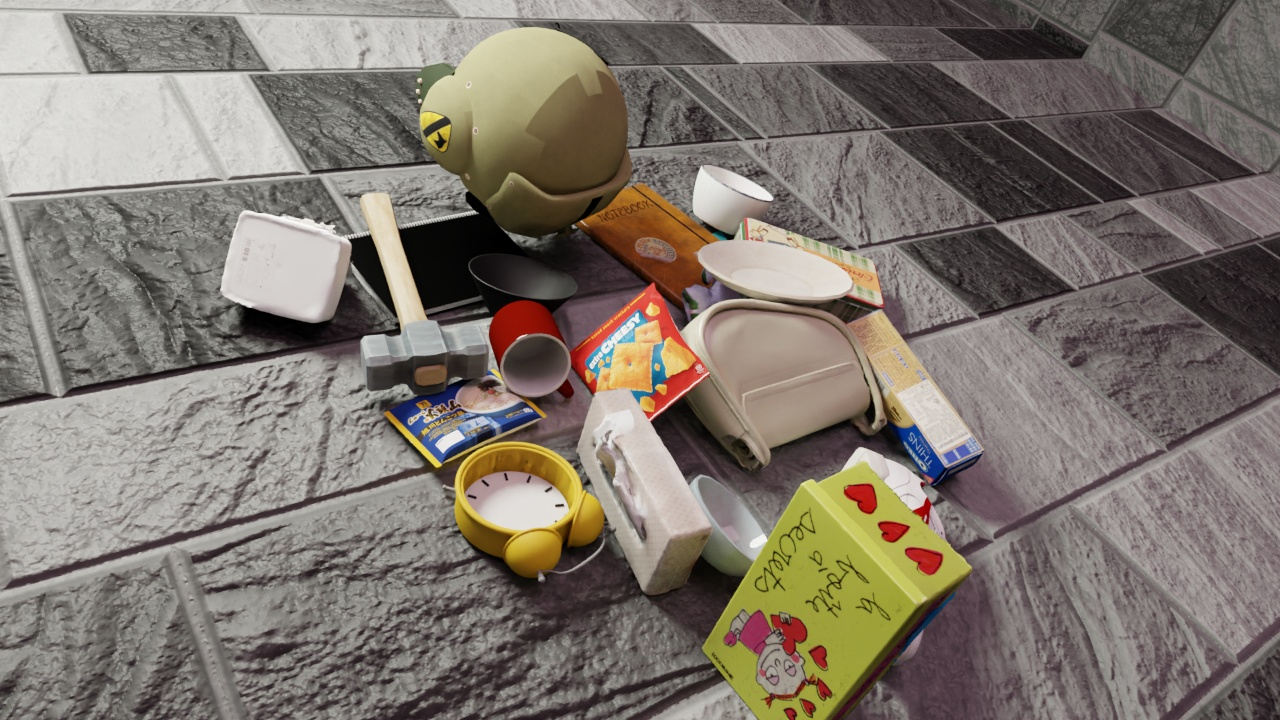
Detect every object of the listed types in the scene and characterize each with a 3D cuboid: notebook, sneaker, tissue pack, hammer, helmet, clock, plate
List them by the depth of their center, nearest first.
[{"bbox_3d":[-0.101,0.134,0.825,0.152,0.052,0.113,36,41,26],"label":"clock"},{"bbox_3d":[-0.009,0.114,0.844,0.071,0.104,0.181,-6,46,-25],"label":"tissue pack"},{"bbox_3d":[0.257,0.191,0.887,0.104,0.091,0.236,19,35,-10],"label":"sneaker"},{"bbox_3d":[-0.259,-0.087,0.989,0.117,0.051,0.322,-7,43,-22],"label":"hammer"},{"bbox_3d":[-0.235,-0.116,1.088,0.206,0.016,0.149,-20,54,-38],"label":"notebook"},{"bbox_3d":[-0.127,-0.260,1.091,0.233,0.256,0.249,39,44,27],"label":"helmet"},{"bbox_3d":[0.159,-0.100,1.101,0.188,0.027,0.188,8,25,-4],"label":"plate"},{"bbox_3d":[0.040,-0.158,1.250,0.249,0.014,0.178,41,43,24],"label":"notebook"}]

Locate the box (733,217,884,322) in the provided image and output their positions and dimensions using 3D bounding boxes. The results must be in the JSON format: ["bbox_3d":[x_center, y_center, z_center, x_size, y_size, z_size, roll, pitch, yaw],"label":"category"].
[{"bbox_3d":[0.225,-0.120,1.241,0.205,0.050,0.117,19,42,-10],"label":"box"}]

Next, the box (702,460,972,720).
[{"bbox_3d":[0.145,0.196,0.719,0.082,0.222,0.124,-18,55,-36],"label":"box"}]

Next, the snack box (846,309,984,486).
[{"bbox_3d":[0.307,0.042,1.060,0.056,0.057,0.206,-22,64,-16],"label":"snack box"}]

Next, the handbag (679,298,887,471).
[{"bbox_3d":[0.145,0.029,1.039,0.228,0.132,0.184,-14,75,-30],"label":"handbag"}]

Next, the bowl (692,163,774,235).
[{"bbox_3d":[0.125,-0.226,1.309,0.116,0.066,0.116,22,24,-10],"label":"bowl"}]

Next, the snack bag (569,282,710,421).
[{"bbox_3d":[-0.006,0.006,0.973,0.039,0.131,0.144,37,18,-49],"label":"snack bag"}]

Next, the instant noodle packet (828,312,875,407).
[{"bbox_3d":[0.265,-0.001,1.144,0.135,0.040,0.098,31,47,12],"label":"instant noodle packet"}]

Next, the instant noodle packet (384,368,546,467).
[{"bbox_3d":[-0.171,0.054,0.906,0.134,0.026,0.087,-24,51,-40],"label":"instant noodle packet"}]

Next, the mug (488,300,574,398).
[{"bbox_3d":[-0.107,-0.003,0.963,0.105,0.073,0.082,47,6,-32],"label":"mug"}]

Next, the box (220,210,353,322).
[{"bbox_3d":[-0.362,-0.100,0.974,0.110,0.103,0.130,15,3,-7],"label":"box"}]

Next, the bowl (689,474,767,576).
[{"bbox_3d":[0.074,0.160,0.853,0.106,0.039,0.106,43,16,-15],"label":"bowl"}]

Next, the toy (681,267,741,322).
[{"bbox_3d":[0.086,-0.077,1.141,0.099,0.037,0.080,-22,95,-44],"label":"toy"}]

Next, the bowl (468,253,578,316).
[{"bbox_3d":[-0.137,-0.072,1.038,0.124,0.053,0.124,13,24,-6],"label":"bowl"}]
